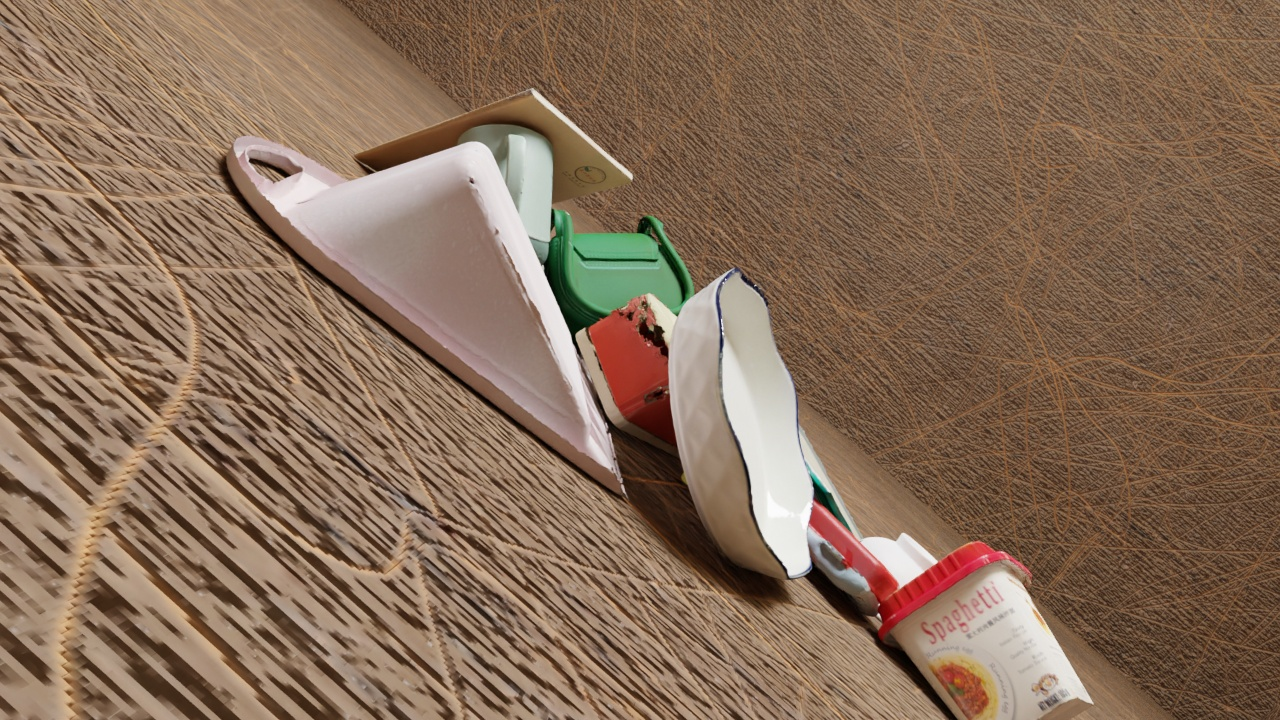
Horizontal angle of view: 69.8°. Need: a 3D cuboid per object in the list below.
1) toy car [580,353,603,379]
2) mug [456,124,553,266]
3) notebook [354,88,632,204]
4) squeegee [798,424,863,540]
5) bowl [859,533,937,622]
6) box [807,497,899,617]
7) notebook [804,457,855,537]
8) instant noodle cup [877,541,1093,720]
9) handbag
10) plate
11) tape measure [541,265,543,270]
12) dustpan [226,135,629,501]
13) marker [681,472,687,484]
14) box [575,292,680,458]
[{"bbox_3d":[-0.005,0.005,0.791,0.037,0.054,0.120,48,10,33],"label":"toy car"},{"bbox_3d":[-0.111,-0.132,0.750,0.082,0.106,0.112,7,-16,-17],"label":"mug"},{"bbox_3d":[-0.132,-0.174,0.826,0.208,0.008,0.147,-8,-23,32],"label":"notebook"},{"bbox_3d":[0.127,0.093,0.997,0.246,0.039,0.246,18,40,-56],"label":"squeegee"},{"bbox_3d":[0.234,0.196,0.827,0.118,0.065,0.118,39,8,-7],"label":"bowl"},{"bbox_3d":[0.127,0.129,0.767,0.201,0.048,0.087,46,0,36],"label":"box"},{"bbox_3d":[0.148,0.097,0.854,0.150,0.012,0.209,56,2,32],"label":"notebook"},{"bbox_3d":[0.262,0.220,0.690,0.116,0.116,0.124,32,24,-49],"label":"instant noodle cup"},{"bbox_3d":[-0.024,-0.076,0.813,0.131,0.068,0.120,-5,73,-30],"label":"handbag"},{"bbox_3d":[0.069,0.044,0.611,0.204,0.046,0.205,-13,90,-71],"label":"plate"},{"bbox_3d":[-0.100,-0.077,0.907,0.054,0.025,0.058,46,13,24],"label":"tape measure"},{"bbox_3d":[-0.131,-0.038,0.592,0.222,0.139,0.273,-117,-176,-74],"label":"dustpan"},{"bbox_3d":[0.073,0.111,0.710,0.124,0.015,0.018,36,12,-40],"label":"marker"},{"bbox_3d":[0.031,0.014,0.709,0.168,0.079,0.091,34,29,-59],"label":"box"}]
